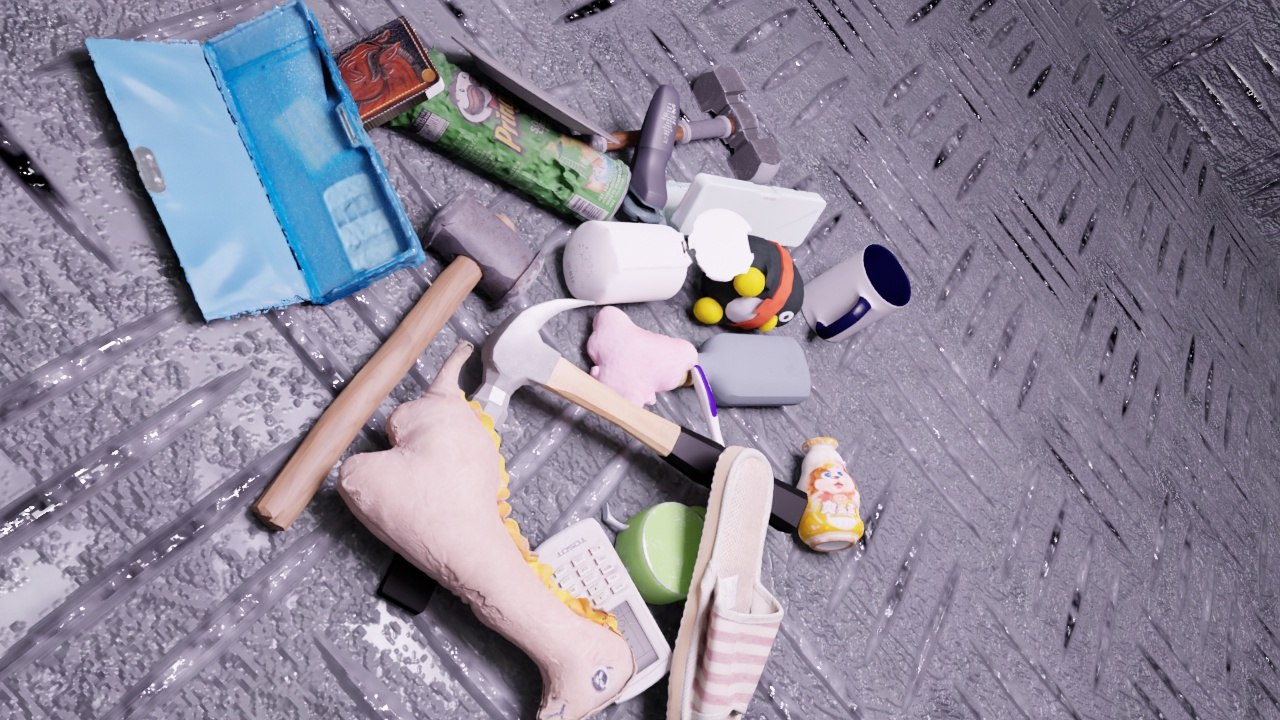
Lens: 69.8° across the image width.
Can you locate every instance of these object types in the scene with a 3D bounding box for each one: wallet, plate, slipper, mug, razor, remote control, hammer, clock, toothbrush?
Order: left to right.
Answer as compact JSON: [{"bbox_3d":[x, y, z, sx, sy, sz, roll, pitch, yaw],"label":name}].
[{"bbox_3d":[-0.228,-0.222,0.743,0.123,0.019,0.072,-30,85,-5],"label":"wallet"},{"bbox_3d":[-0.184,-0.008,0.703,0.098,0.052,0.327,42,51,-14],"label":"hammer"},{"bbox_3d":[-0.148,0.114,0.684,0.034,0.013,0.149,35,50,-18],"label":"remote control"},{"bbox_3d":[-0.098,-0.246,0.852,0.178,0.012,0.178,31,12,-8],"label":"plate"},{"bbox_3d":[-0.030,0.195,0.717,0.060,0.025,0.138,-29,86,-20],"label":"remote control"},{"bbox_3d":[0.014,-0.209,0.931,0.047,0.052,0.143,13,92,-38],"label":"razor"},{"bbox_3d":[0.013,0.062,0.787,0.328,0.039,0.131,31,76,-22],"label":"hammer"},{"bbox_3d":[0.018,-0.244,0.997,0.321,0.043,0.156,-20,80,-41],"label":"hammer"},{"bbox_3d":[0.027,0.166,0.779,0.119,0.043,0.094,17,59,-33],"label":"clock"},{"bbox_3d":[0.076,0.094,0.852,0.016,0.015,0.186,-14,89,-45],"label":"toothbrush"},{"bbox_3d":[0.076,0.198,0.738,0.115,0.052,0.262,32,65,-53],"label":"slipper"},{"bbox_3d":[0.236,-0.066,1.033,0.078,0.097,0.111,46,47,-10],"label":"mug"}]

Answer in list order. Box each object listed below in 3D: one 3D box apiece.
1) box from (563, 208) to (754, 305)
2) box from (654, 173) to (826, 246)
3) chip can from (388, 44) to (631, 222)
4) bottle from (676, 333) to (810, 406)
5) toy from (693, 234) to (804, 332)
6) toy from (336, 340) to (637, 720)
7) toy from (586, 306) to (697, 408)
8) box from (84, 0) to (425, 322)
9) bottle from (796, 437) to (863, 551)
[{"bbox_3d":[0.019,-0.097,0.862,0.159,0.119,0.084,-6,73,-43],"label":"box"},{"bbox_3d":[0.098,-0.174,1.011,0.198,0.086,0.096,1,39,-40],"label":"box"},{"bbox_3d":[-0.114,-0.197,0.837,0.223,0.076,0.075,25,54,-27],"label":"chip can"},{"bbox_3d":[0.095,0.009,0.913,0.161,0.046,0.072,2,66,-35],"label":"bottle"},{"bbox_3d":[0.123,-0.075,0.950,0.119,0.098,0.099,25,49,-30],"label":"toy"},{"bbox_3d":[-0.089,0.130,0.665,0.264,0.065,0.195,42,55,-13],"label":"toy"},{"bbox_3d":[-0.005,0.005,0.829,0.102,0.050,0.093,21,69,0],"label":"toy"},{"bbox_3d":[-0.284,-0.149,0.690,0.172,0.066,0.231,-22,82,-25],"label":"box"},{"bbox_3d":[0.184,0.132,0.910,0.063,0.063,0.108,16,58,-32],"label":"bottle"}]
